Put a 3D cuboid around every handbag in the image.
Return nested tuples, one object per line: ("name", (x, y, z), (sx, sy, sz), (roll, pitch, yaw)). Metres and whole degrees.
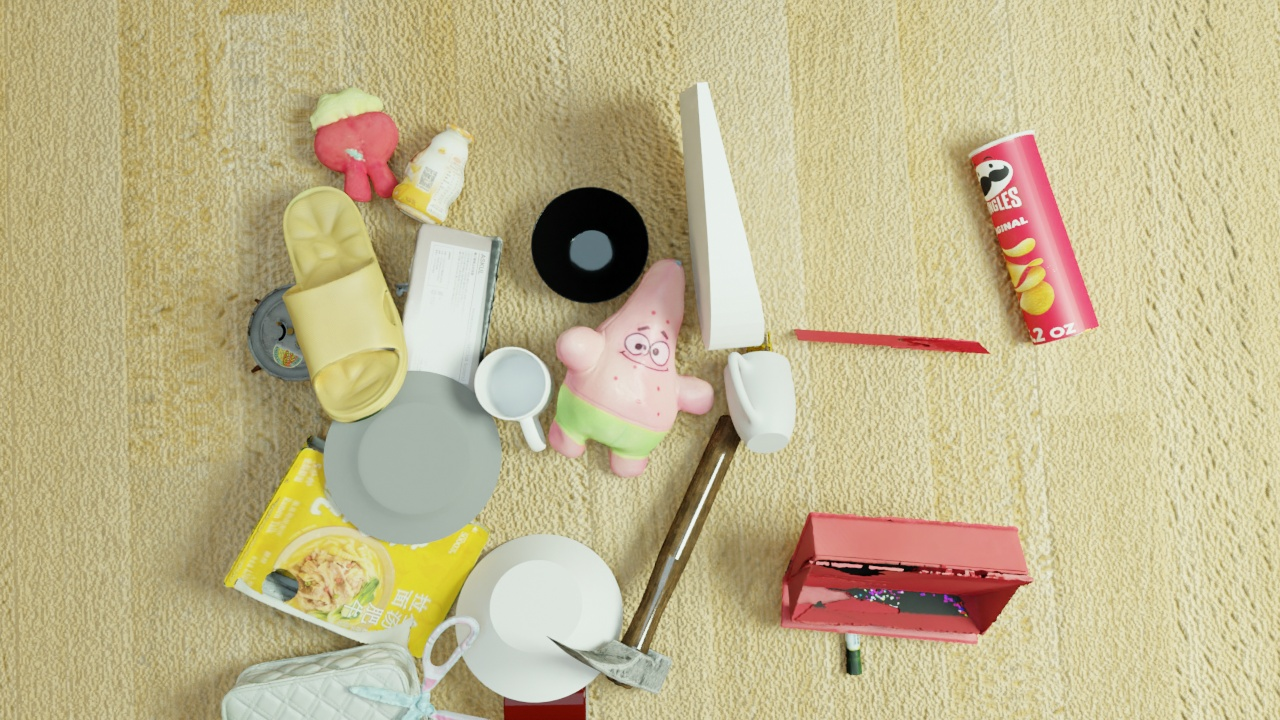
("handbag", (-0.320, 0.369, 0.949), (0.195, 0.072, 0.139), (-9, 104, -1))

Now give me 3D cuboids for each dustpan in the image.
("dustpan", (0.083, -0.140, 0.919), (0.053, 0.191, 0.258), (-5, 104, -1))

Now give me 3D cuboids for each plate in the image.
("plate", (-0.105, 0.255, 0.940), (0.174, 0.036, 0.173), (0, 60, 0))
("plate", (-0.230, 0.100, 0.938), (0.178, 0.012, 0.178), (0, 90, -18))

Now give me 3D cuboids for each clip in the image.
("clip", (0.133, -0.006, 0.994), (0.046, 0.048, 0.054), (-8, 84, 44))

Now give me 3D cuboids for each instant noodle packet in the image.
("instant noodle packet", (-0.291, 0.202, 0.967), (0.221, 0.084, 0.163), (28, 88, -10))

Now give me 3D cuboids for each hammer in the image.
("hammer", (0.026, 0.177, 0.923), (0.037, 0.218, 0.300), (17, 72, 29))

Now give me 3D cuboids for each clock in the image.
("clock", (-0.348, -0.028, 0.981), (0.148, 0.056, 0.104), (0, 84, 1))

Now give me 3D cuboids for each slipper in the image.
("slipper", (-0.305, -0.069, 0.923), (0.099, 0.078, 0.263), (-18, 70, -7))

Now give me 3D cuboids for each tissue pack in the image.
("tissue pack", (-0.214, -0.051, 0.986), (0.104, 0.071, 0.181), (8, 89, -16))

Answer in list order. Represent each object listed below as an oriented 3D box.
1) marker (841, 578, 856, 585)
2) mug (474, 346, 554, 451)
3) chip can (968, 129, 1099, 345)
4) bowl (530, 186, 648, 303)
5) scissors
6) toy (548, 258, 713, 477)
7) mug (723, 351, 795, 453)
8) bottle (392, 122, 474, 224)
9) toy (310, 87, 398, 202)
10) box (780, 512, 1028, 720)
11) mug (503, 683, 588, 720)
("marker", (0.226, 0.265, 0.990), (0.017, 0.017, 0.146), (-2, 86, -1))
("mug", (-0.124, 0.043, 0.962), (0.074, 0.090, 0.110), (-20, 87, -2))
("chip can", (0.423, -0.130, 0.987), (0.069, 0.069, 0.220), (-17, 87, -2))
("bowl", (-0.053, -0.120, 0.991), (0.124, 0.052, 0.124), (0, 87, -1))
("scissors", (-0.199, 0.327, 0.905), (0.170, 0.013, 0.175), (16, 93, -2))
("toy", (-0.006, 0.006, 0.957), (0.192, 0.097, 0.237), (20, 93, -26))
("mug", (0.118, 0.039, 0.942), (0.071, 0.107, 0.089), (-21, 52, 23))
("bottle", (-0.220, -0.201, 0.989), (0.063, 0.063, 0.108), (28, 86, 1))
("toy", (-0.307, -0.235, 0.999), (0.091, 0.045, 0.135), (-23, 83, -5))
("box", (0.248, 0.332, 0.897), (0.213, 0.148, 0.374), (5, 82, -1))
("mug", (-0.097, 0.331, 0.957), (0.082, 0.073, 0.105), (-1, 78, -1))
